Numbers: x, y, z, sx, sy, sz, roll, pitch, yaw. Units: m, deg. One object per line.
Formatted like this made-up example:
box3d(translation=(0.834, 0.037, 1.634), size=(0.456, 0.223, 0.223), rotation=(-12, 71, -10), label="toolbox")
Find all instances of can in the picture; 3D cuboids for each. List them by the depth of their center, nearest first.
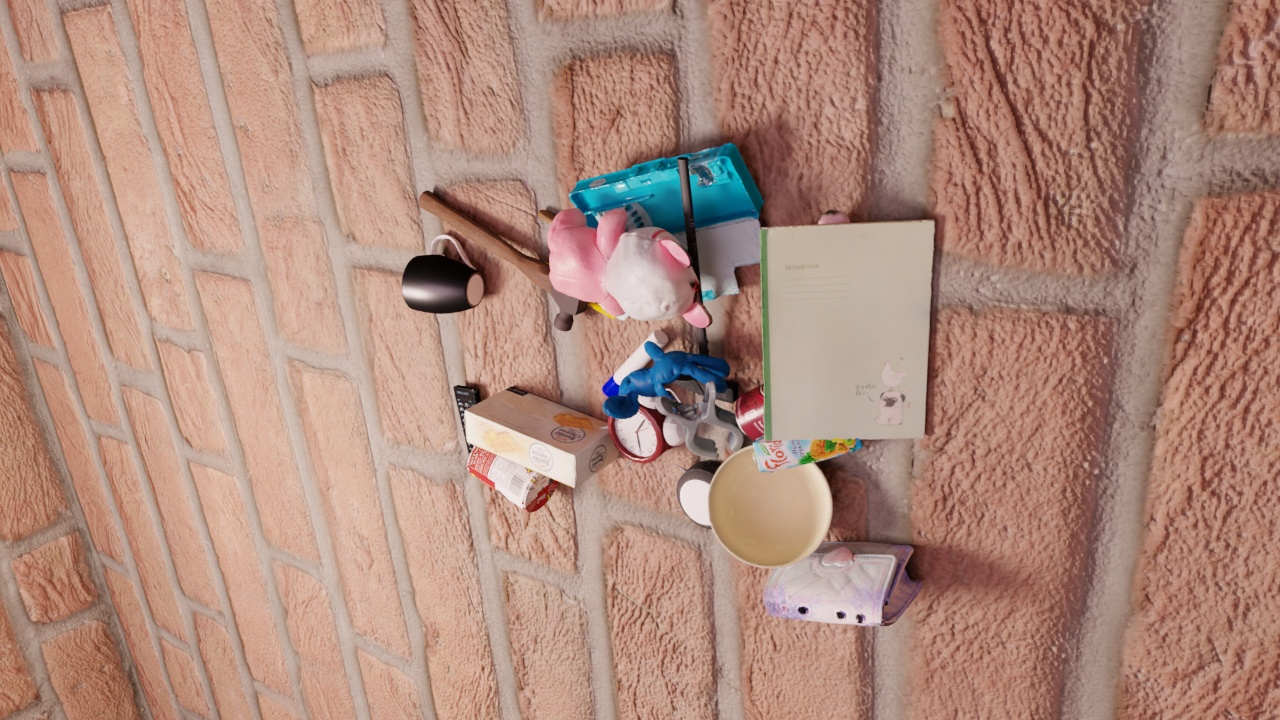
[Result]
box3d(translation=(0.171, 0.051, 1.100), size=(0.114, 0.063, 0.063), rotation=(-31, 90, 41), label="can")
box3d(translation=(-0.193, 0.168, 1.405), size=(0.116, 0.086, 0.087), rotation=(29, 124, 24), label="can")

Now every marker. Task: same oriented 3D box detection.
box3d(translation=(-0.007, 0.007, 1.237), size=(0.027, 0.023, 0.133), rotation=(52, 131, 10), label="marker")

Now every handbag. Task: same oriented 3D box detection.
box3d(translation=(0.242, 0.268, 1.104), size=(0.159, 0.126, 0.069), rotation=(-6, 104, 39), label="handbag")

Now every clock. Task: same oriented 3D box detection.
box3d(translation=(0.095, 0.184, 1.228), size=(0.123, 0.043, 0.091), rotation=(13, 117, 32), label="clock")
box3d(translation=(0.011, 0.085, 1.243), size=(0.138, 0.048, 0.096), rotation=(-39, 85, 42), label="clock")

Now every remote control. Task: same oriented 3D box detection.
box3d(translation=(-0.264, 0.109, 1.476), size=(0.047, 0.022, 0.150), rotation=(7, 116, 33), label="remote control")

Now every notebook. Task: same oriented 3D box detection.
box3d(translation=(0.224, -0.027, 1.006), size=(0.182, 0.010, 0.253), rotation=(-1, 112, 7), label="notebook")

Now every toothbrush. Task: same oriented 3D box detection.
box3d(translation=(-0.072, -0.157, 1.217), size=(0.167, 0.016, 0.016), rotation=(33, 126, 19), label="toothbrush")

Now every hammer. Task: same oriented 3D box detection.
box3d(translation=(0.062, -0.090, 1.102), size=(0.095, 0.015, 0.325), rotation=(15, 130, 30), label="hammer")
box3d(translation=(-0.196, -0.160, 1.285), size=(0.323, 0.033, 0.115), rotation=(33, 126, 25), label="hammer")

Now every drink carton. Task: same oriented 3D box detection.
box3d(translation=(0.196, 0.100, 1.083), size=(0.129, 0.038, 0.044), rotation=(-15, 80, 11), label="drink carton")

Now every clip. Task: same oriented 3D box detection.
box3d(translation=(0.066, 0.083, 1.138), size=(0.108, 0.028, 0.163), rotation=(-17, 144, 11), label="clip")

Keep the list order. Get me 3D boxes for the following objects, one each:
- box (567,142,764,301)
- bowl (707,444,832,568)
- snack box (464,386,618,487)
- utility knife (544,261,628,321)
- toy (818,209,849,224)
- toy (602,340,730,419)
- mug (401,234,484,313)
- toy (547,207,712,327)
box3d(translation=(0.043, -0.156, 1.107), size=(0.227, 0.056, 0.185), rotation=(-6, 124, 35), label="box")
box3d(translation=(0.163, 0.179, 1.140), size=(0.151, 0.075, 0.150), rotation=(-2, 82, 12), label="bowl")
box3d(translation=(-0.145, 0.107, 1.331), size=(0.208, 0.104, 0.058), rotation=(18, 119, 29), label="snack box")
box3d(translation=(-0.081, -0.095, 1.254), size=(0.163, 0.017, 0.031), rotation=(28, 135, 20), label="utility knife")
box3d(translation=(0.204, -0.111, 1.012), size=(0.099, 0.052, 0.096), rotation=(-26, 106, 40), label="toy")
box3d(translation=(0.024, 0.028, 1.145), size=(0.177, 0.112, 0.071), rotation=(-14, 124, 33), label="toy")
box3d(translation=(-0.283, -0.126, 1.354), size=(0.100, 0.085, 0.119), rotation=(8, 85, 20), label="mug")
box3d(translation=(-0.017, -0.104, 1.084), size=(0.213, 0.084, 0.142), rotation=(17, 136, 31), label="toy")
